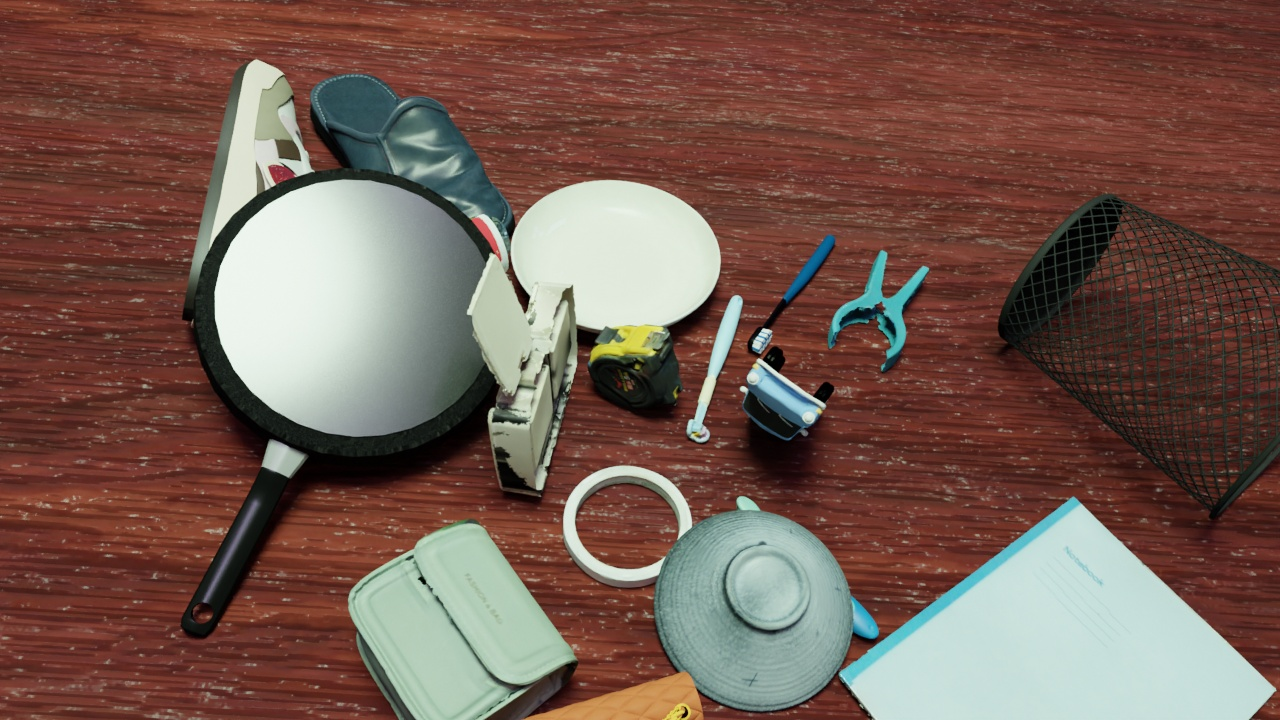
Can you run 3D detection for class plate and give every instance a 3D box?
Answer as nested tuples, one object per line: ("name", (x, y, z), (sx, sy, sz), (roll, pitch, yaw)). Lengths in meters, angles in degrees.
("plate", (-0.022, -0.086, 0.809), (0.182, 0.034, 0.182), (3, 52, -4))

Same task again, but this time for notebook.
("notebook", (0.284, 0.218, 0.621), (0.252, 0.009, 0.181), (-27, 60, -24))

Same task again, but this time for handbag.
("handbag", (-0.053, 0.232, 0.512), (0.171, 0.109, 0.060), (-11, 54, -14))
("handbag", (-0.115, 0.173, 0.579), (0.106, 0.067, 0.122), (-29, 60, -27))

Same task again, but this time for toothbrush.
("toothbrush", (0.138, -0.063, 0.820), (0.014, 0.014, 0.167), (22, 52, 25))
("toothbrush", (0.064, 0.002, 0.762), (0.022, 0.016, 0.154), (35, 51, -19))
("toothbrush", (0.116, 0.148, 0.656), (0.022, 0.017, 0.135), (-34, 65, -28))

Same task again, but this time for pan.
("pan", (-0.226, 0.021, 0.648), (0.225, 0.034, 0.355), (26, 68, -11))

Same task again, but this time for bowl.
("bowl", (0.079, 0.155, 0.603), (0.137, 0.057, 0.136), (1, 62, -3))

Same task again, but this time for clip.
("clip", (0.226, -0.036, 0.802), (0.130, 0.030, 0.120), (-37, 59, -28))

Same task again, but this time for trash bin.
("trash bin", (0.414, -0.016, 0.718), (0.183, 0.184, 0.210), (-30, 55, -25))

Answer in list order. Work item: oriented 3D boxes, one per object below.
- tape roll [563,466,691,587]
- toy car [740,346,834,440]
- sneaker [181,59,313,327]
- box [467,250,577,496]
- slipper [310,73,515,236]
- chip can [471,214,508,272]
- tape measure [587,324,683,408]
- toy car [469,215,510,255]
("tape roll", (-0.009, 0.119, 0.665), (0.093, 0.013, 0.092), (3, 53, -4))
("toy car", (0.105, 0.028, 0.677), (0.056, 0.153, 0.055), (36, 93, 10))
("sneaker", (-0.308, -0.146, 0.796), (0.116, 0.112, 0.293), (11, 47, -25))
("box", (-0.082, -0.011, 0.651), (0.044, 0.185, 0.143), (7, 47, 5))
("slipper", (-0.220, -0.203, 0.848), (0.108, 0.084, 0.265), (-32, 66, -28))
("chip can", (-0.211, -0.054, 0.721), (0.214, 0.052, 0.052), (-26, 59, -24))
("tape measure", (-0.004, 0.004, 0.718), (0.072, 0.071, 0.042), (7, 51, 28))
("toy car", (-0.165, -0.091, 0.793), (0.105, 0.048, 0.032), (-25, 23, -18))
